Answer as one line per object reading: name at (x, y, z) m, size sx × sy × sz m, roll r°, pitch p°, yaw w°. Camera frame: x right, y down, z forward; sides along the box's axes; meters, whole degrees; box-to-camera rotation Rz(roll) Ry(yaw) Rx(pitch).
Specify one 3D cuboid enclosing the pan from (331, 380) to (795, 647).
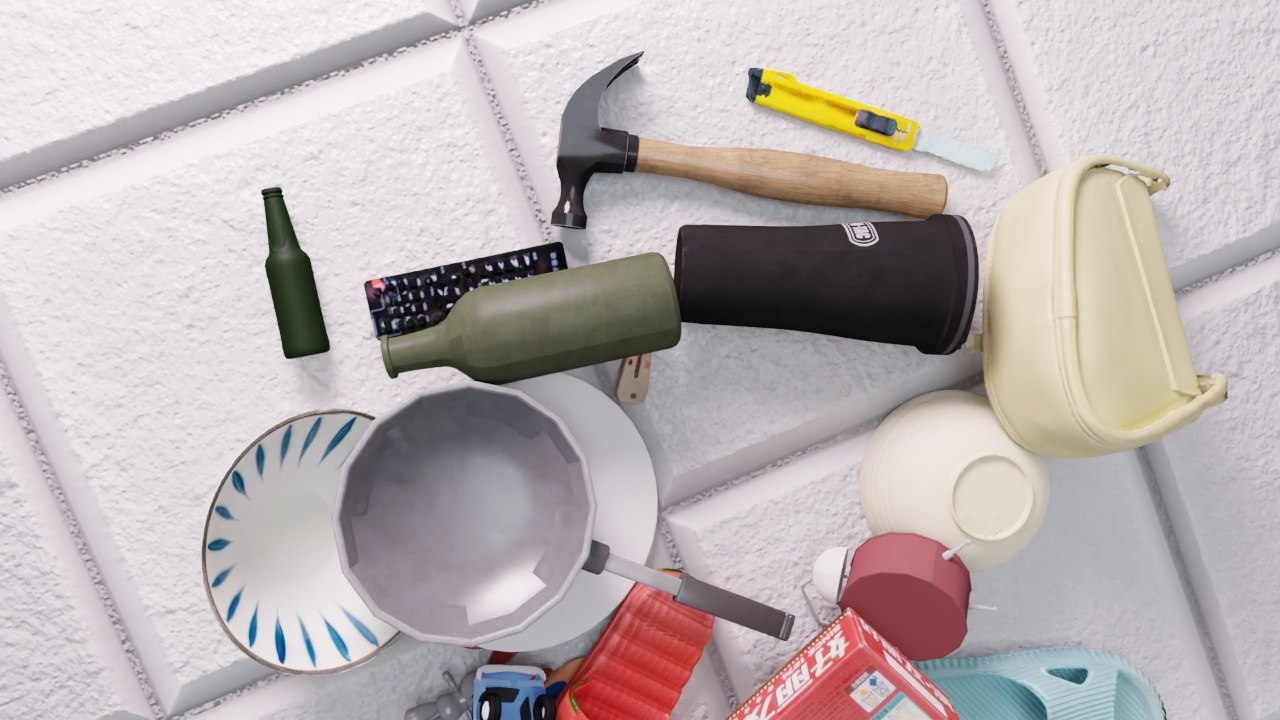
pan at (-0.043, 0.138, 0.662) m, size 0.357 × 0.041 × 0.178 m, roll 24°, pitch 79°, yaw -17°

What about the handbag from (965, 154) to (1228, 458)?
handbag at (0.346, -0.044, 0.700) m, size 0.190 × 0.089 × 0.232 m, roll -1°, pitch 76°, yaw -23°

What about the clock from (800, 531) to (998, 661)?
clock at (0.192, 0.180, 0.702) m, size 0.138 × 0.048 × 0.096 m, roll -14°, pitch 115°, yaw 32°

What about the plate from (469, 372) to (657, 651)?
plate at (-0.086, 0.110, 0.686) m, size 0.208 × 0.015 × 0.208 m, roll 1°, pitch 86°, yaw -22°

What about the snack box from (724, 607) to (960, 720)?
snack box at (0.116, 0.309, 0.688) m, size 0.113 × 0.060 × 0.236 m, roll 42°, pitch 101°, yaw -7°

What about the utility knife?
utility knife at (0.186, -0.189, 0.728) m, size 0.217 × 0.019 × 0.030 m, roll 15°, pitch 99°, yaw -11°

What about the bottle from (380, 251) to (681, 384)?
bottle at (-0.078, -0.024, 0.652) m, size 0.206 × 0.071 × 0.071 m, roll -12°, pitch 94°, yaw -5°

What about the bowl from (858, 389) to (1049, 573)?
bowl at (0.256, 0.100, 0.717) m, size 0.150 × 0.075 × 0.151 m, roll 0°, pitch 92°, yaw -8°

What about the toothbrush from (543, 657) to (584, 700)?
toothbrush at (-0.090, 0.281, 0.710) m, size 0.135 × 0.017 × 0.021 m, roll -45°, pitch 101°, yaw -8°

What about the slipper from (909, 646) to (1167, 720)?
slipper at (0.306, 0.292, 0.737) m, size 0.276 × 0.069 × 0.116 m, roll 3°, pitch 89°, yaw -7°

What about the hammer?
hammer at (0.090, -0.151, 0.707) m, size 0.305 × 0.040 × 0.132 m, roll 6°, pitch 95°, yaw -8°

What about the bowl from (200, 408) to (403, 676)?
bowl at (-0.230, 0.123, 0.641) m, size 0.177 × 0.071 × 0.177 m, roll 8°, pitch 80°, yaw -47°

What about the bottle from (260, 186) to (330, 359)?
bottle at (-0.254, -0.064, 0.665) m, size 0.033 × 0.033 × 0.123 m, roll -12°, pitch 93°, yaw -7°

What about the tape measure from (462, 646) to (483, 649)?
tape measure at (-0.127, 0.188, 0.699) m, size 0.051 × 0.019 × 0.059 m, roll -45°, pitch 90°, yaw -2°

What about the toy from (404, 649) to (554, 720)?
toy at (-0.124, 0.250, 0.696) m, size 0.111 × 0.030 × 0.049 m, roll -30°, pitch 91°, yaw -16°

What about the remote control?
remote control at (-0.127, -0.052, 0.689) m, size 0.150 × 0.022 × 0.047 m, roll -12°, pitch 95°, yaw -5°

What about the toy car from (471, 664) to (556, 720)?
toy car at (-0.087, 0.289, 0.635) m, size 0.056 × 0.153 × 0.055 m, roll 13°, pitch 135°, yaw -30°

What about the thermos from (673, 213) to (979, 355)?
thermos at (0.137, -0.060, 0.687) m, size 0.218 × 0.106 × 0.106 m, roll 2°, pitch 92°, yaw -3°

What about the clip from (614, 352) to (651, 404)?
clip at (-0.005, 0.003, 0.708) m, size 0.025 × 0.049 × 0.061 m, roll 7°, pitch 131°, yaw -9°

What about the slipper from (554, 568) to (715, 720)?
slipper at (-0.018, 0.277, 0.691) m, size 0.103 × 0.059 × 0.248 m, roll 35°, pitch 84°, yaw -16°
